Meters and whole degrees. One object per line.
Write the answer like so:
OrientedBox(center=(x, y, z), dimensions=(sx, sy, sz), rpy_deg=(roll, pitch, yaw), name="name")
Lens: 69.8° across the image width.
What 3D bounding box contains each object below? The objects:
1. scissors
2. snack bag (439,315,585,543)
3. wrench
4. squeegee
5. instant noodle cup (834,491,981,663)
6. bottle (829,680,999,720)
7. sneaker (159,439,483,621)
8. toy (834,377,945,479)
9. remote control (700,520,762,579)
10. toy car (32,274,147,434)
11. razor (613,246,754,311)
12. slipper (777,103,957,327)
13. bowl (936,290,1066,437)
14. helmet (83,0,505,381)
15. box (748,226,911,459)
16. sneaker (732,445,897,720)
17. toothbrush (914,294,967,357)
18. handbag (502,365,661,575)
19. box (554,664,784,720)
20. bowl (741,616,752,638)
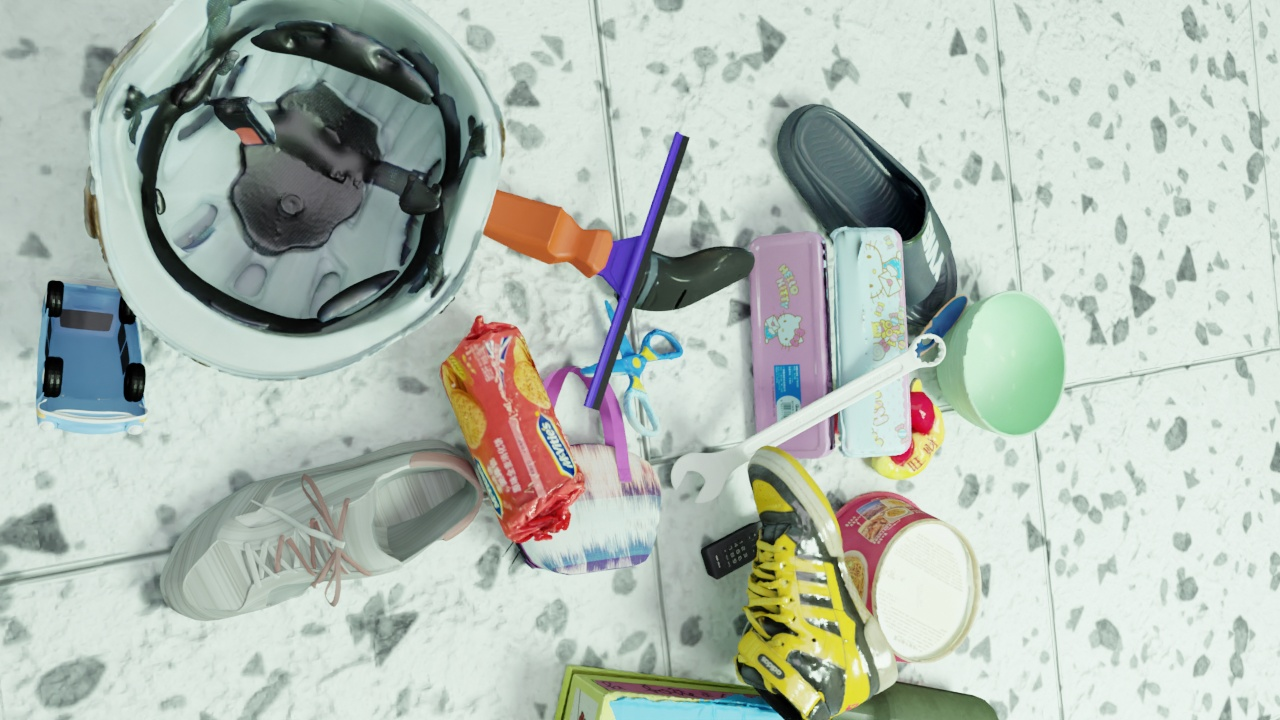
OrientedBox(center=(-0.005, 0.007, 0.796), dimensions=(0.125, 0.014, 0.130), rpy_deg=(-7, 76, -44), name="scissors")
OrientedBox(center=(-0.096, 0.055, 0.707), dimensions=(0.082, 0.082, 0.176), rpy_deg=(-17, 73, -26), name="snack bag")
OrientedBox(center=(0.150, 0.051, 0.825), dimensions=(0.273, 0.009, 0.047), rpy_deg=(-29, 89, 3), name="wrench")
OrientedBox(center=(-0.083, -0.107, 0.752), dimensions=(0.184, 0.055, 0.249), rpy_deg=(21, 78, -16), name="squeegee")
OrientedBox(center=(0.261, 0.222, 0.908), dimensions=(0.178, 0.078, 0.178), rpy_deg=(1, 88, -26), name="instant noodle cup")
OrientedBox(center=(0.261, 0.357, 0.909), dimensions=(0.206, 0.072, 0.071), rpy_deg=(18, 81, -25), name="bottle")
OrientedBox(center=(-0.220, 0.123, 0.661), dimensions=(0.235, 0.090, 0.099), rpy_deg=(-22, 98, -26), name="sneaker")
OrientedBox(center=(0.250, 0.064, 0.914), dimensions=(0.137, 0.067, 0.105), rpy_deg=(21, 101, -24), name="toy")
OrientedBox(center=(0.117, 0.165, 0.872), dimensions=(0.136, 0.015, 0.032), rpy_deg=(-21, 98, -28), name="remote control")
OrientedBox(center=(-0.348, -0.001, 0.580), dimensions=(0.056, 0.153, 0.055), rpy_deg=(6, 123, -35), name="toy car")
OrientedBox(center=(0.039, -0.081, 0.824), dimensions=(0.140, 0.053, 0.063), rpy_deg=(-16, 63, -33), name="razor")
OrientedBox(center=(0.247, -0.150, 0.909), dimensions=(0.268, 0.083, 0.110), rpy_deg=(46, 68, -18), name="slipper")
OrientedBox(center=(0.368, 0.005, 0.968), dimensions=(0.150, 0.077, 0.151), rpy_deg=(1, 88, -27), name="bowl")
OrientedBox(center=(-0.229, -0.119, 0.623), dimensions=(0.236, 0.164, 0.264), rpy_deg=(25, 84, -20), name="helmet")
OrientedBox(center=(0.177, -0.016, 0.852), dimensions=(0.149, 0.051, 0.214), rpy_deg=(-3, 90, 7), name="box")
OrientedBox(center=(0.120, 0.201, 0.778), dimensions=(0.121, 0.086, 0.238), rpy_deg=(-28, 93, -28), name="sneaker")
OrientedBox(center=(0.287, -0.016, 0.935), dimensions=(0.021, 0.017, 0.135), rpy_deg=(42, 94, -4), name="toothbrush")
OrientedBox(center=(-0.050, 0.089, 0.769), dimensions=(0.144, 0.068, 0.170), rpy_deg=(-2, 83, -26), name="handbag")
OrientedBox(center=(0.035, 0.342, 0.794), dimensions=(0.220, 0.082, 0.124), rpy_deg=(14, 84, -29), name="box")
OrientedBox(center=(0.135, 0.256, 0.852), dimensions=(0.110, 0.055, 0.110), rpy_deg=(4, 78, -20), name="bowl")
